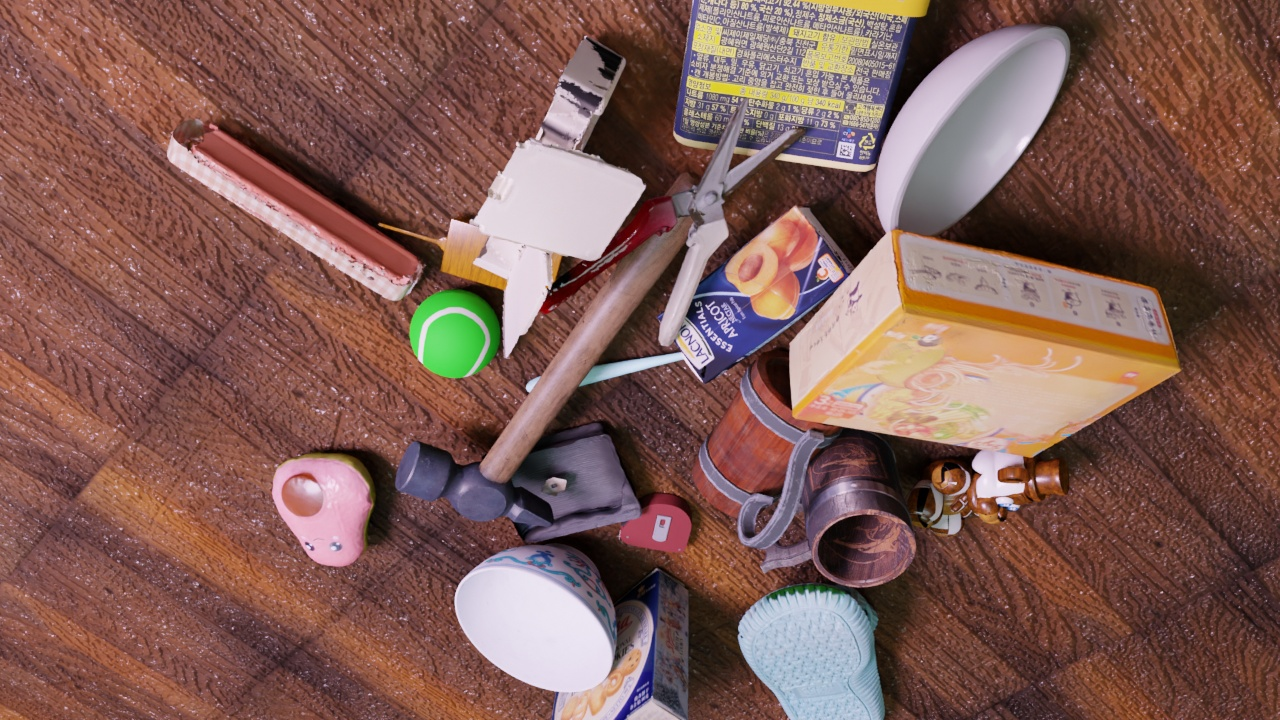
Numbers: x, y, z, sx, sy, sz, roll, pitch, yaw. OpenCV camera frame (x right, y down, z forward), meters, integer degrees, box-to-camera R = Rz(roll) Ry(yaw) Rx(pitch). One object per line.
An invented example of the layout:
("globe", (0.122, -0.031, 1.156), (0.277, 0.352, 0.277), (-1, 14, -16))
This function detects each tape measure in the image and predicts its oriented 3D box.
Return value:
("tape measure", (0.014, 0.138, 0.783), (0.059, 0.019, 0.051), (10, 121, -2))

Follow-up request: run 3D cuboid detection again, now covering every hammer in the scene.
("hammer", (-0.047, 0.000, 0.664), (0.129, 0.040, 0.322), (25, 116, -26))

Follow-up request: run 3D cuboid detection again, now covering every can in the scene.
("can", (0.091, -0.183, 0.558), (0.135, 0.075, 0.104), (8, 123, -1))

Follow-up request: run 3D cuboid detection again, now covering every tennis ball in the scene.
("tennis ball", (-0.136, -0.020, 0.675), (0.065, 0.065, 0.065), (2, 120, 3))

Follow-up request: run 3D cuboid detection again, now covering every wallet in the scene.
("wallet", (-0.064, 0.101, 0.763), (0.115, 0.026, 0.089), (-15, 118, 13))

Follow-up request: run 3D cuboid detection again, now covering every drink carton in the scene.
("drink carton", (0.080, -0.045, 0.646), (0.130, 0.040, 0.064), (-38, 82, 23))

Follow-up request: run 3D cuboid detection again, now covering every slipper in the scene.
("slipper", (0.159, 0.261, 0.820), (0.116, 0.069, 0.276), (-13, 133, 13))

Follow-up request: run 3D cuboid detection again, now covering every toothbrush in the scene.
("toothbrush", (-0.004, 0.004, 0.708), (0.181, 0.016, 0.016), (-12, 90, 13))

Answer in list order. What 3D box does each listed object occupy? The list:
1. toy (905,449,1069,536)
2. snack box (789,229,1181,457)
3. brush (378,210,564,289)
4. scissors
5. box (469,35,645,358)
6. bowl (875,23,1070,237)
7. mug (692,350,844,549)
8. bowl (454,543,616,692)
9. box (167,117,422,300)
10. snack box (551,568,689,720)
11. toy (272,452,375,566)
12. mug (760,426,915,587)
("toy", (0.268, 0.099, 0.708), (0.113, 0.067, 0.087), (-9, 157, 38))
("snack box", (0.217, -0.009, 0.611), (0.195, 0.080, 0.145), (10, 149, -14))
("brush", (-0.120, -0.081, 0.665), (0.126, 0.017, 0.048), (16, 120, -5))
("scissors", (0.020, -0.071, 0.579), (0.198, 0.015, 0.179), (-23, 143, 1))
("box", (-0.048, -0.097, 0.554), (0.080, 0.180, 0.144), (26, 126, -9))
("bowl", (0.191, -0.142, 0.559), (0.043, 0.149, 0.150), (46, 122, 26))
("mug", (0.097, 0.071, 0.683), (0.081, 0.117, 0.111), (17, 125, -22))
("bowl", (-0.078, 0.206, 0.789), (0.144, 0.074, 0.144), (12, 126, 17))
("box", (-0.241, -0.100, 0.644), (0.187, 0.056, 0.067), (33, 149, -13))
("snack box", (-0.019, 0.277, 0.794), (0.042, 0.144, 0.145), (36, 117, -18))
("toy", (-0.263, 0.128, 0.779), (0.090, 0.051, 0.110), (-2, 121, 7))
("mug", (0.147, 0.114, 0.707), (0.116, 0.107, 0.080), (-20, 117, 15))
